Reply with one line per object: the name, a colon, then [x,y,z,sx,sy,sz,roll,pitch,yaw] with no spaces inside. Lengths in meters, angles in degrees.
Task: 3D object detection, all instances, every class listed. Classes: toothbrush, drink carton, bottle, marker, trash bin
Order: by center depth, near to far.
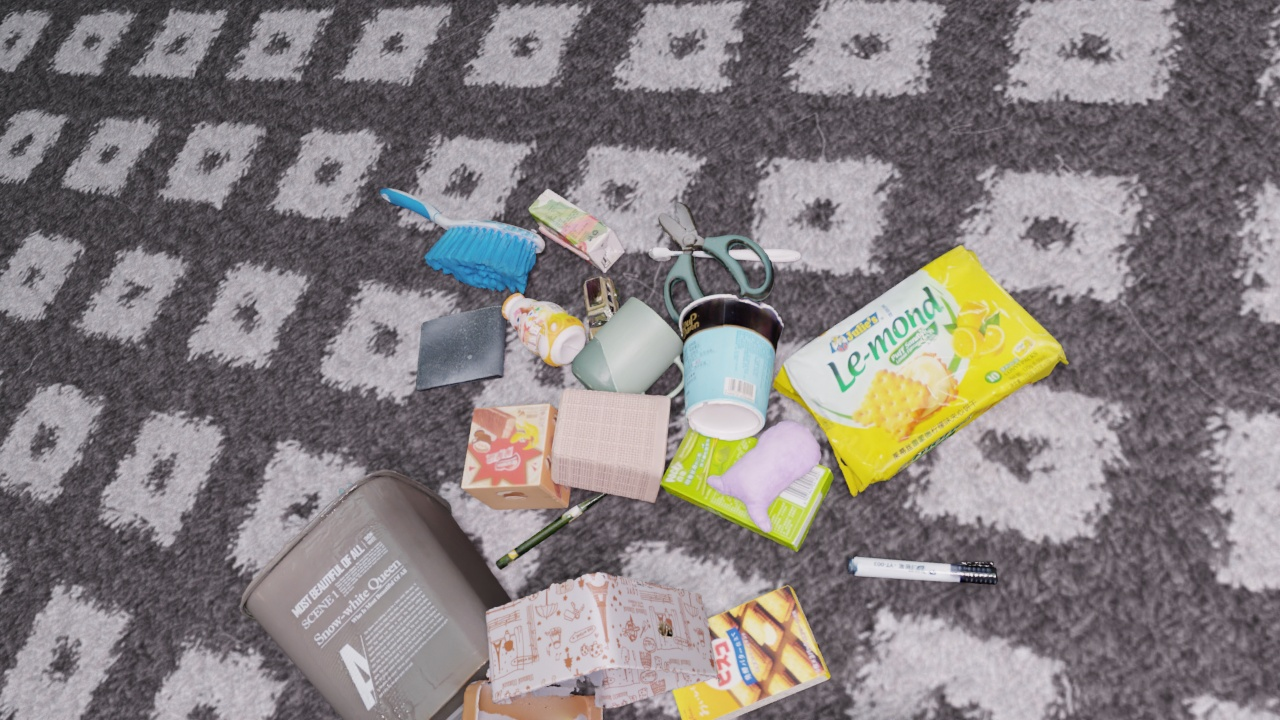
marker: [0.257,0.191,0.839,0.131,0.018,0.022,0,55,21]
trash bin: [-0.225,0.260,0.893,0.199,0.199,0.220,-45,63,-6]
toothbrush: [-0.079,0.166,0.985,0.186,0.012,0.017,-35,51,1]
toothbrush: [0.097,-0.122,1.066,0.180,0.016,0.016,3,75,20]
bottle: [-0.116,-0.040,1.076,0.108,0.063,0.063,34,80,32]
drink carton: [-0.081,-0.159,1.129,0.122,0.053,0.045,36,81,32]

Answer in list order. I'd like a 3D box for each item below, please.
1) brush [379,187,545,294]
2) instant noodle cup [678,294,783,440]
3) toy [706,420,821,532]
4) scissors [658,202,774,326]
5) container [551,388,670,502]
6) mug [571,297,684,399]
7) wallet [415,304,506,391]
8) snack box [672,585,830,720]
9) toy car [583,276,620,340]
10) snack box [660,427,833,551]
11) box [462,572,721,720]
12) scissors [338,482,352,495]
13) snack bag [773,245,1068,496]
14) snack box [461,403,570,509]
brush: [-0.253,-0.165,1.204,0.315,0.060,0.109,13,64,29]
instant noodle cup: [0.088,0.013,0.933,0.111,0.111,0.120,-5,56,19]
toy: [0.128,0.105,0.887,0.108,0.039,0.084,-43,57,-8]
scissors: [0.060,-0.104,1.053,0.161,0.019,0.179,-48,67,1]
container: [-0.032,0.084,0.938,0.111,0.090,0.090,8,59,-1]
mug: [-0.006,0.006,1.005,0.112,0.082,0.106,43,83,6]
wallet: [-0.222,-0.014,1.131,0.121,0.019,0.097,-10,62,18]
snack box: [0.093,0.276,0.849,0.140,0.034,0.086,-26,57,9]
toy car: [-0.045,-0.055,1.074,0.042,0.035,0.090,-17,61,13]
snack box: [0.106,0.121,0.927,0.156,0.026,0.085,21,73,28]
box: [-0.035,0.297,0.775,0.158,0.180,0.217,-15,61,30]
scissors: [-0.340,0.202,1.067,0.072,0.017,0.137,-40,52,9]
snack bag: [0.271,0.010,0.897,0.246,0.068,0.158,-34,58,2]
snack box: [-0.130,0.106,0.996,0.093,0.077,0.094,-4,63,19]
